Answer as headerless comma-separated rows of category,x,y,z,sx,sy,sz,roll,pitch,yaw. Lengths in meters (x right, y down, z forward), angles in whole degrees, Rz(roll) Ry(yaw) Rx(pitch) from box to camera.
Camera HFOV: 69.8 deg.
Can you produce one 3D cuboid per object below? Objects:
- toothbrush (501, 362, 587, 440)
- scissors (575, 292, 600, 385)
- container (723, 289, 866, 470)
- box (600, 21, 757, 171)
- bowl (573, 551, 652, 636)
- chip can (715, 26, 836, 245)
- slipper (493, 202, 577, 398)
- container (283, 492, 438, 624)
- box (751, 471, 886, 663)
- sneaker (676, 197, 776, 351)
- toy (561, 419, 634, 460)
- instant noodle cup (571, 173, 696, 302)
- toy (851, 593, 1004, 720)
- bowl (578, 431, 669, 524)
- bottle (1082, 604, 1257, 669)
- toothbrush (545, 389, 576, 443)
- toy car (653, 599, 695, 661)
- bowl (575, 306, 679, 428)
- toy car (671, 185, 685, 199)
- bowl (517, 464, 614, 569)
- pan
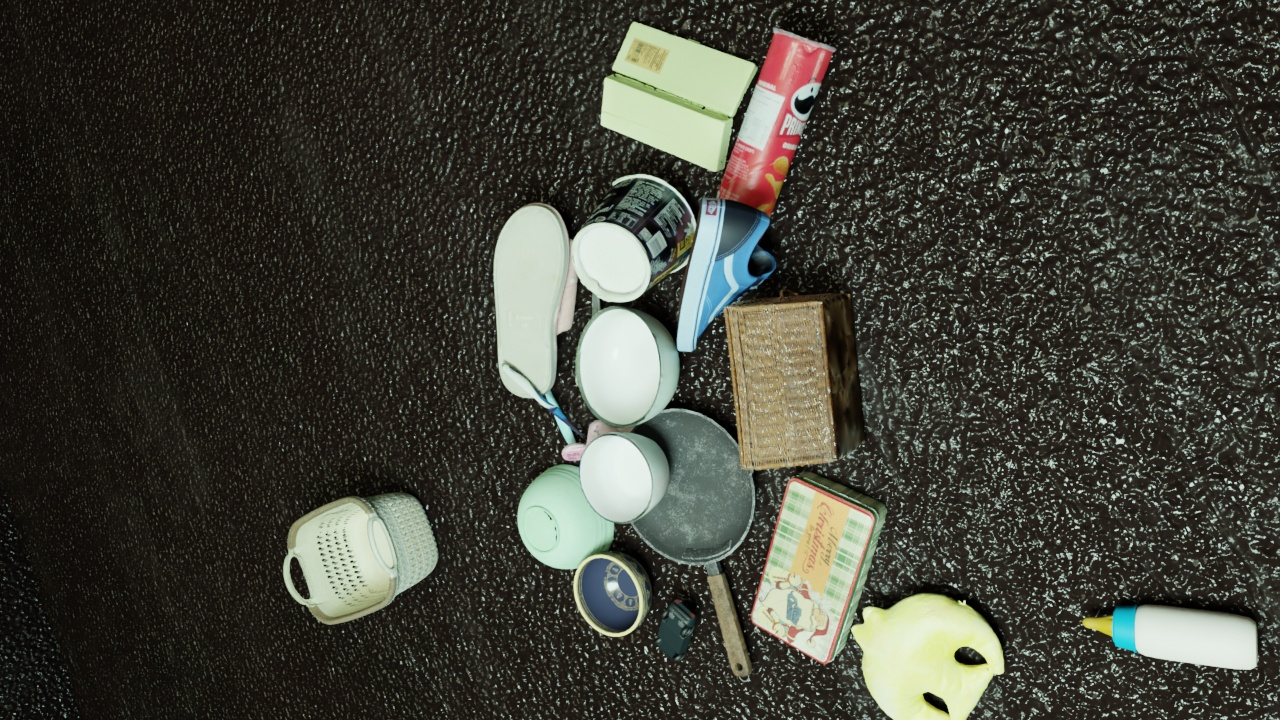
toothbrush,-0.118,0.064,1.262,0.189,0.016,0.017,40,107,0
scissors,-0.052,-0.011,1.240,0.095,0.014,0.171,33,117,28
container,0.175,0.020,1.032,0.113,0.113,0.198,-5,96,31
box,0.039,-0.322,1.116,0.188,0.043,0.141,31,111,26
bowl,-0.028,0.310,1.246,0.113,0.061,0.112,6,101,33
chip can,0.143,-0.247,1.036,0.073,0.073,0.233,30,114,27
slipper,-0.145,-0.080,1.258,0.114,0.054,0.275,13,110,15
container,-0.447,0.311,1.480,0.247,0.142,0.184,-24,84,34
box,0.207,0.244,1.086,0.118,0.049,0.206,23,109,28
sneaker,0.098,-0.083,1.056,0.098,0.083,0.242,10,144,-1
toy,-0.053,0.116,1.232,0.063,0.047,0.110,44,110,-10
instant noodle cup,-0.014,-0.141,1.108,0.137,0.112,0.137,15,127,20
toy,0.312,0.328,1.020,0.155,0.064,0.171,32,114,20
bowl,-0.014,0.144,1.165,0.116,0.065,0.116,6,100,34
bottle,0.507,0.262,0.884,0.146,0.051,0.051,-1,97,34
toothbrush,-0.131,0.042,1.302,0.016,0.016,0.180,-29,83,32
toy car,0.048,0.356,1.208,0.046,0.034,0.112,38,141,25
bowl,-0.007,0.007,1.168,0.154,0.072,0.153,5,97,45
toy car,0.014,-0.201,1.154,0.091,0.036,0.042,13,105,26
bowl,-0.117,0.227,1.285,0.151,0.076,0.151,7,102,33
pan,0.085,0.233,1.173,0.208,0.040,0.357,-19,88,34
